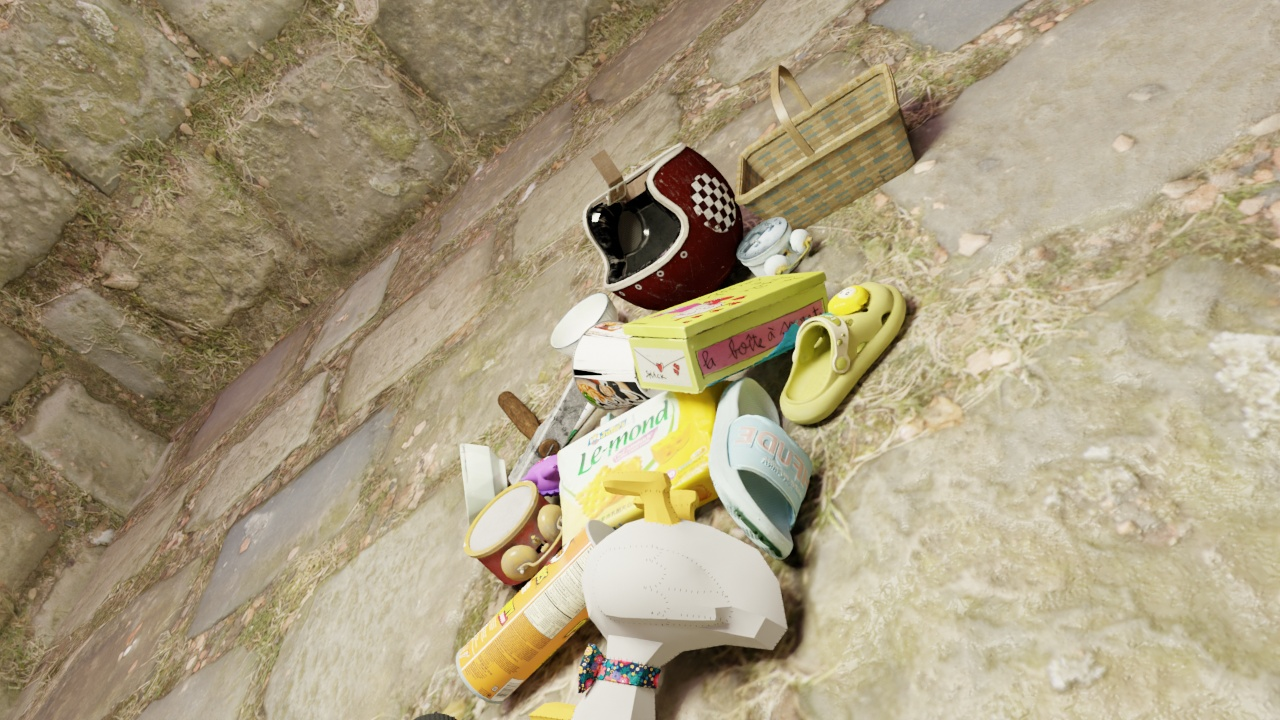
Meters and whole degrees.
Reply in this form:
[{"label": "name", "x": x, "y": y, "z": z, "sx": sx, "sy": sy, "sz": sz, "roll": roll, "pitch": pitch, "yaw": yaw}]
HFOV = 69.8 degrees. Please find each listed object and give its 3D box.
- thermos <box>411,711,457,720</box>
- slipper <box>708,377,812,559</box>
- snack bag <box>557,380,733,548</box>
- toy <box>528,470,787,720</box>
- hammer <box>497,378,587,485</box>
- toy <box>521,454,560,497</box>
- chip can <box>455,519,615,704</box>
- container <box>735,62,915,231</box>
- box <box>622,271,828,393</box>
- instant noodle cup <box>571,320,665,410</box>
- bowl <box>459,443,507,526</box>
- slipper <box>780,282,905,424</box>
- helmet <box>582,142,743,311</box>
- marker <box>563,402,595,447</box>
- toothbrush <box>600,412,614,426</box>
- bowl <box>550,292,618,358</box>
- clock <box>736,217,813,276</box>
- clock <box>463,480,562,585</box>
[{"label": "thermos", "x": -0.199, "y": 0.431, "z": 0.909, "sx": 0.086, "sy": 0.086, "sz": 0.198, "roll": -45, "pitch": 27, "yaw": -2}, {"label": "slipper", "x": 0.126, "y": 0.092, "z": 0.933, "sx": 0.074, "sy": 0.104, "sz": 0.244, "roll": -35, "pitch": 23, "yaw": 24}, {"label": "snack bag", "x": 0.010, "y": 0.125, "z": 1.059, "sx": 0.248, "sy": 0.068, "sz": 0.159, "roll": -30, "pitch": 34, "yaw": 19}, {"label": "toy", "x": 0.014, "y": 0.240, "z": 0.847, "sx": 0.247, "sy": 0.141, "sz": 0.267, "roll": -9, "pitch": 65, "yaw": 24}, {"label": "hammer", "x": -0.156, "y": 0.060, "z": 1.395, "sx": 0.217, "sy": 0.037, "sz": 0.301, "roll": -61, "pitch": 23, "yaw": 0}, {"label": "toy", "x": -0.110, "y": 0.152, "z": 1.203, "sx": 0.088, "sy": 0.106, "sz": 0.056, "roll": -12, "pitch": 76, "yaw": 4}, {"label": "chip can", "x": -0.101, "y": 0.270, "z": 0.986, "sx": 0.215, "sy": 0.075, "sz": 0.075, "roll": -46, "pitch": 26, "yaw": 12}, {"label": "container", "x": 0.235, "y": -0.311, "z": 1.259, "sx": 0.251, "sy": 0.186, "sz": 0.157, "roll": -28, "pitch": 30, "yaw": 28}, {"label": "box", "x": 0.106, "y": -0.038, "z": 1.062, "sx": 0.220, "sy": 0.082, "sz": 0.125, "roll": -24, "pitch": 15, "yaw": -29}, {"label": "instant noodle cup", "x": -0.007, "y": 0.007, "z": 1.206, "sx": 0.122, "sy": 0.123, "sz": 0.123, "roll": 1, "pitch": 51, "yaw": 56}, {"label": "bowl", "x": -0.221, "y": 0.173, "z": 1.307, "sx": 0.061, "sy": 0.117, "sz": 0.117, "roll": -7, "pitch": 26, "yaw": -10}, {"label": "slipper", "x": 0.207, "y": -0.020, "z": 1.002, "sx": 0.190, "sy": 0.081, "sz": 0.092, "roll": -53, "pitch": 25, "yaw": -12}, {"label": "helmet", "x": 0.026, "y": -0.195, "z": 1.303, "sx": 0.233, "sy": 0.253, "sz": 0.234, "roll": -42, "pitch": 14, "yaw": -31}, {"label": "marker", "x": -0.076, "y": 0.069, "z": 1.336, "sx": 0.145, "sy": 0.017, "sz": 0.017, "roll": -52, "pitch": 28, "yaw": -14}, {"label": "toothbrush", "x": -0.048, "y": 0.131, "z": 1.211, "sx": 0.017, "sy": 0.016, "sz": 0.180, "roll": -29, "pitch": 29, "yaw": 21}, {"label": "bowl", "x": -0.078, "y": -0.044, "z": 1.450, "sx": 0.118, "sy": 0.062, "sz": 0.118, "roll": -33, "pitch": 28, "yaw": 20}, {"label": "clock", "x": 0.184, "y": -0.148, "z": 1.241, "sx": 0.083, "sy": 0.057, "sz": 0.118, "roll": -47, "pitch": 27, "yaw": -8}, {"label": "clock", "x": -0.140, "y": 0.222, "z": 1.133, "sx": 0.117, "sy": 0.081, "sz": 0.159, "roll": -50, "pitch": 24, "yaw": -22}]
